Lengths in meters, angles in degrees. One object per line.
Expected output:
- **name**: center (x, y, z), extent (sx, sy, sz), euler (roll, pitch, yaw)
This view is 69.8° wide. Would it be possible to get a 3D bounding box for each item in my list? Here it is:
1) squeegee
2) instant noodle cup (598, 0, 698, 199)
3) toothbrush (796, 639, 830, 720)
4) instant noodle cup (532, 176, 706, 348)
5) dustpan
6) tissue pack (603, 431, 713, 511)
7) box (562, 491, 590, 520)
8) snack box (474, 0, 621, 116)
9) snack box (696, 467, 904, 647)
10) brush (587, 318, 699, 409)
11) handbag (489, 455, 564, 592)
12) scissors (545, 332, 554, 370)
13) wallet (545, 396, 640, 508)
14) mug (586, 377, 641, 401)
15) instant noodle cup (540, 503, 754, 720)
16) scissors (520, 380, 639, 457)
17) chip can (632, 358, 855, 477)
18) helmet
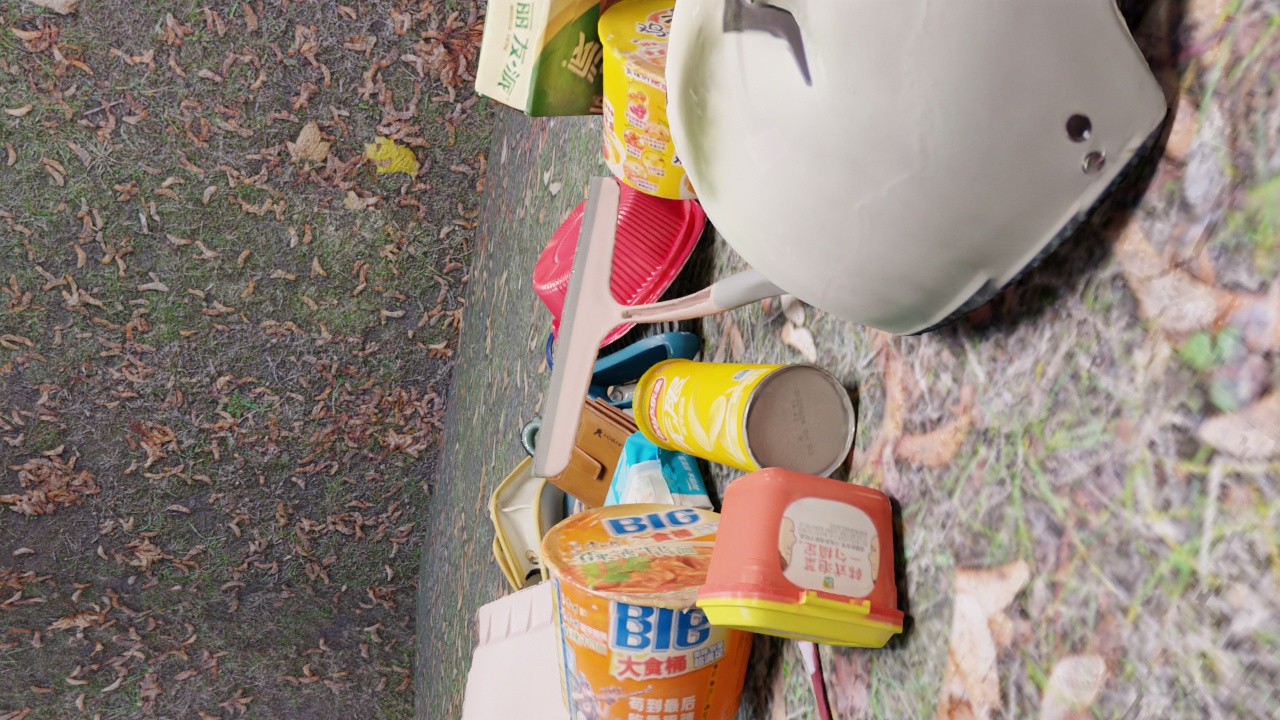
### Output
- **squeegee**: center (0.046, -0.044, 0.604), extent (0.250, 0.040, 0.247), euler (-11, 60, 41)
- **instant noodle cup**: center (0.030, -0.198, 0.703), extent (0.110, 0.138, 0.137), euler (102, 165, -45)
- **toothbrush**: center (0.091, 0.154, 0.542), extent (0.016, 0.017, 0.187), euler (116, 155, -46)
- **instant noodle cup**: center (-0.031, -0.098, 0.824), extent (0.194, 0.066, 0.193), euler (-38, 27, 23)
- **dustpan**: center (-0.060, 0.337, 0.799), extent (0.223, 0.138, 0.272), euler (-30, 42, 48)
- **tissue pack**: center (0.011, 0.130, 0.741), extent (0.090, 0.063, 0.140), euler (-108, 27, -49)
- **box**: center (-0.039, 0.195, 0.894), extent (0.090, 0.059, 0.184), euler (114, 158, -47)
- **snack box**: center (-0.024, -0.265, 0.751), extent (0.063, 0.239, 0.115), euler (29, 118, 28)
- **snack box**: center (0.083, 0.101, 0.471), extent (0.082, 0.091, 0.080), euler (140, 141, -67)
- **brush**: center (-0.005, 0.005, 0.808), extent (0.144, 0.055, 0.073), euler (-24, 66, 44)
- **handbag**: center (-0.102, 0.199, 0.994), extent (0.163, 0.063, 0.179), euler (-51, -47, -70)
- **scissors**: center (-0.069, 0.045, 0.984), extent (0.012, 0.156, 0.165), euler (-18, 87, 45)
- **wallet**: center (-0.031, 0.091, 0.828), extent (0.035, 0.119, 0.131), euler (-57, -6, -43)
- **mug**: center (-0.033, 0.004, 0.935), extent (0.125, 0.084, 0.103), euler (-13, 72, 45)
- **instant noodle cup**: center (0.009, 0.173, 0.605), extent (0.151, 0.151, 0.111), euler (-136, 47, -70)
- **scissors**: center (-0.053, 0.017, 0.892), extent (0.171, 0.019, 0.179), euler (-20, 70, 27)
- **chip can**: center (0.058, 0.036, 0.608), extent (0.213, 0.072, 0.072), euler (-176, 92, -73)
- **helmet**: center (0.093, -0.152, 0.417), extent (0.230, 0.156, 0.273), euler (145, 130, -68)
